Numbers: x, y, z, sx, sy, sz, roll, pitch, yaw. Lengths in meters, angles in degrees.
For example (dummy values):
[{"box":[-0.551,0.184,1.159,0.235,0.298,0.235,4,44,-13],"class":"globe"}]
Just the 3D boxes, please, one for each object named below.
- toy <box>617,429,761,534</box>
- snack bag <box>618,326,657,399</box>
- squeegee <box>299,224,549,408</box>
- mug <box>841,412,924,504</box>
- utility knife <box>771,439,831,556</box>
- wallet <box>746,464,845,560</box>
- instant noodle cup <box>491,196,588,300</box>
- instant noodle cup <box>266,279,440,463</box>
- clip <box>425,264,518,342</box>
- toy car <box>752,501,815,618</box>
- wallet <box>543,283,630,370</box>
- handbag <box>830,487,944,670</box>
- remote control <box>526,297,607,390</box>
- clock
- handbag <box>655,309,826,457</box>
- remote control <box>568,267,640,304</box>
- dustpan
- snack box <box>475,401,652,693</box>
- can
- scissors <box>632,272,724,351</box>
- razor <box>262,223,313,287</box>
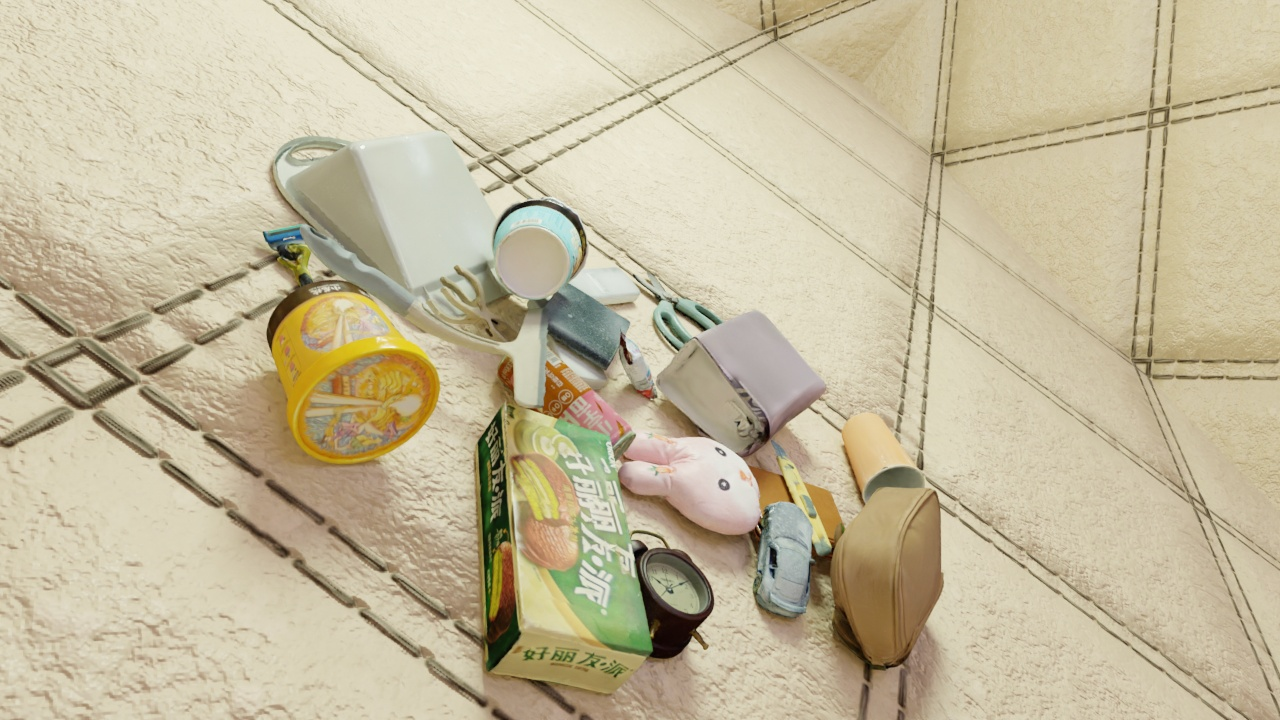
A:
[{"box":[0.052,0.122,0.945,0.159,0.054,0.121,18,33,-15],"class":"toy"},{"box":[-0.006,0.006,1.029,0.105,0.026,0.045,62,12,-56],"class":"snack bag"},{"box":[-0.201,-0.049,0.841,0.246,0.039,0.246,28,18,-15],"class":"squeegee"},{"box":[0.305,0.126,1.181,0.078,0.078,0.122,23,27,-22],"class":"mug"},{"box":[0.174,0.150,1.011,0.031,0.019,0.175,26,23,-29],"class":"utility knife"},{"box":[0.170,0.170,1.017,0.131,0.031,0.107,18,33,-26],"class":"wallet"},{"box":[-0.112,-0.114,0.986,0.111,0.111,0.120,30,14,-11],"class":"instant noodle cup"},{"box":[-0.240,0.004,0.746,0.118,0.119,0.114,3,35,-44],"class":"instant noodle cup"},{"box":[-0.171,-0.060,0.958,0.104,0.035,0.089,26,45,-37],"class":"clip"},{"box":[0.146,0.198,0.920,0.054,0.037,0.120,21,53,-14],"class":"toy car"},{"box":[-0.064,-0.043,1.045,0.097,0.019,0.120,33,28,-5],"class":"wallet"},{"box":[0.257,0.216,0.957,0.204,0.100,0.148,-21,107,-57],"class":"handbag"},{"box":[-0.084,-0.021,1.030,0.056,0.019,0.135,10,39,-39],"class":"remote control"},{"box":[0.015,0.197,0.792,0.082,0.055,0.121,19,32,-27],"class":"clock"},{"box":[0.124,0.028,1.100,0.145,0.099,0.196,43,29,13],"class":"handbag"},{"box":[-0.056,-0.093,1.160,0.056,0.020,0.135,49,32,19],"class":"remote control"},{"box":[-0.279,-0.157,1.031,0.222,0.143,0.258,-35,104,-59],"class":"dustpan"},{"box":[-0.071,0.148,0.762,0.114,0.063,0.239,21,33,-27],"class":"snack box"},{"box":[-0.075,0.043,0.912,0.147,0.058,0.057,43,31,11],"class":"can"},{"box":[0.065,-0.060,1.245,0.176,0.019,0.174,9,38,-38],"class":"scissors"},{"box":[-0.312,-0.071,0.862,0.042,0.022,0.142,-20,61,-25],"class":"razor"}]
